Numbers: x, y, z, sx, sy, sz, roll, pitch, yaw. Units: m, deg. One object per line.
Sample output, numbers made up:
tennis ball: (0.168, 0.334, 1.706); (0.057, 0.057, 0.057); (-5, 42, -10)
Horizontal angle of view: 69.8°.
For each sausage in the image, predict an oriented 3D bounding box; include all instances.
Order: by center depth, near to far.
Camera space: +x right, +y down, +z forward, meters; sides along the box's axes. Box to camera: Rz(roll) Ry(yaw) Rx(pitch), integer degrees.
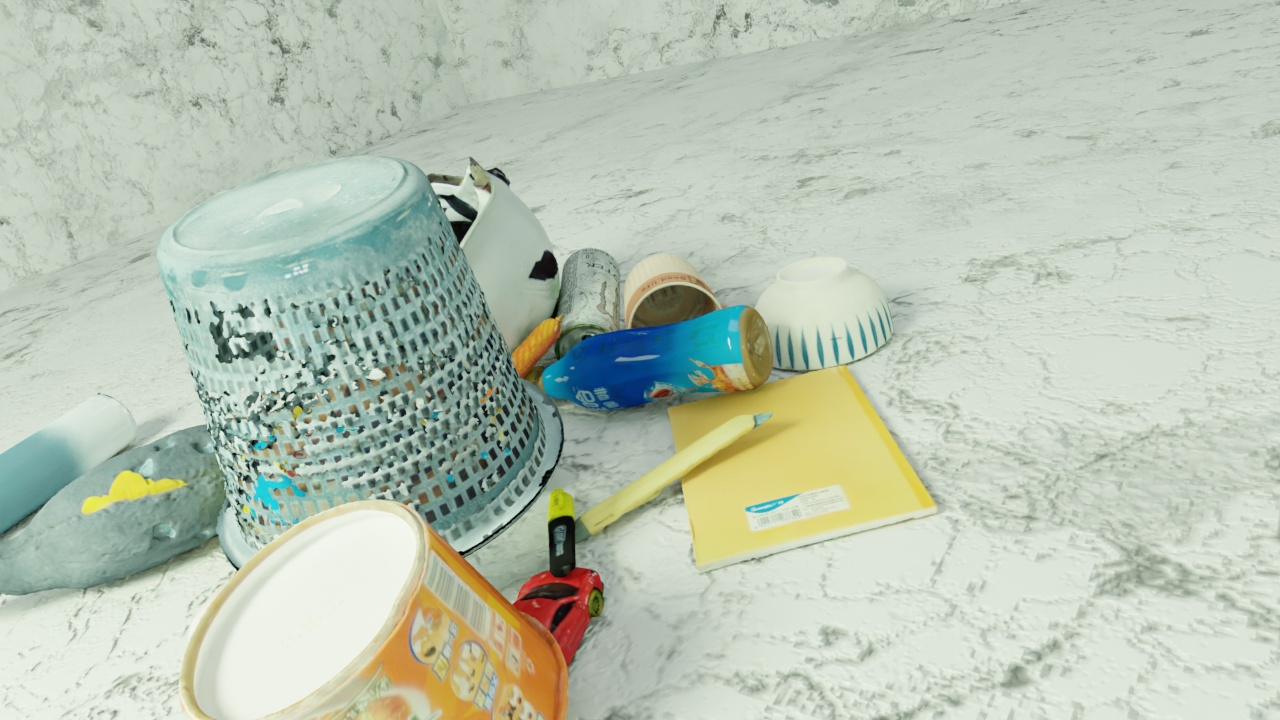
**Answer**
sausage: (-0.119, 0.023, 0.765); (0.165, 0.021, 0.021); (-48, 31, -8)

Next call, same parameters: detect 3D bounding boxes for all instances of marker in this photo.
marker: (-0.051, 0.108, 0.585); (0.018, 0.015, 0.124); (-21, 13, -1)

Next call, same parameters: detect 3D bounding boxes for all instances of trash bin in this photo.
trash bin: (-0.175, -0.008, 0.554); (0.226, 0.195, 0.226); (-8, 31, 5)

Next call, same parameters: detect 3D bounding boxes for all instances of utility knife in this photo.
utility knife: (0.019, 0.074, 0.617); (0.162, 0.018, 0.031); (-36, 24, -8)

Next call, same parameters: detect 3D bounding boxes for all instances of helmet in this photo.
helmet: (-0.159, -0.054, 0.847); (0.259, 0.146, 0.229); (17, 77, 61)

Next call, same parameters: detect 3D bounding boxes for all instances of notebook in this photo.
notebook: (0.096, 0.063, 0.625); (0.146, 0.010, 0.206); (-15, 23, 3)

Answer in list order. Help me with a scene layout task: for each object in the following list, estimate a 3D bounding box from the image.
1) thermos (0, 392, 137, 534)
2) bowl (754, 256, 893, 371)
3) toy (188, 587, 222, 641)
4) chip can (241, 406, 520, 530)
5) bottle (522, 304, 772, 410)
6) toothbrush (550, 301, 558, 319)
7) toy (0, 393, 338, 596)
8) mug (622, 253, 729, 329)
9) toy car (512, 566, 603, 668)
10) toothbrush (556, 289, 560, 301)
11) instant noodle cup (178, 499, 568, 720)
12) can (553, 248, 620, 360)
thermos: (-0.598, 0.112, 0.892); (0.070, 0.070, 0.219); (-5, 25, 23)
bowl: (0.147, -0.046, 0.765); (0.116, 0.066, 0.116); (-13, 23, 6)
toy: (-0.215, 0.144, 0.591); (0.121, 0.054, 0.159); (-15, 13, 1)
chip can: (-0.181, 0.076, 0.677); (0.210, 0.071, 0.071); (-9, 24, 5)
bottle: (-0.004, 0.004, 0.742); (0.219, 0.065, 0.065); (-9, 23, 29)
toothbrush: (-0.052, -0.034, 0.917); (0.027, 0.026, 0.213); (-31, 27, -16)
toy: (-0.382, 0.109, 0.733); (0.355, 0.091, 0.138); (-27, 13, -30)
mug: (0.041, -0.043, 0.824); (0.114, 0.082, 0.105); (9, 20, -9)
toy car: (-0.056, 0.148, 0.509); (0.049, 0.031, 0.106); (-5, 24, 22)
toothbrush: (-0.152, -0.040, 0.977); (0.186, 0.012, 0.017); (-21, 29, 13)
instant noodle cup: (-0.123, 0.143, 0.419); (0.151, 0.111, 0.151); (-19, 34, 13)
can: (-0.048, -0.048, 0.852); (0.058, 0.058, 0.146); (-13, 33, 7)
